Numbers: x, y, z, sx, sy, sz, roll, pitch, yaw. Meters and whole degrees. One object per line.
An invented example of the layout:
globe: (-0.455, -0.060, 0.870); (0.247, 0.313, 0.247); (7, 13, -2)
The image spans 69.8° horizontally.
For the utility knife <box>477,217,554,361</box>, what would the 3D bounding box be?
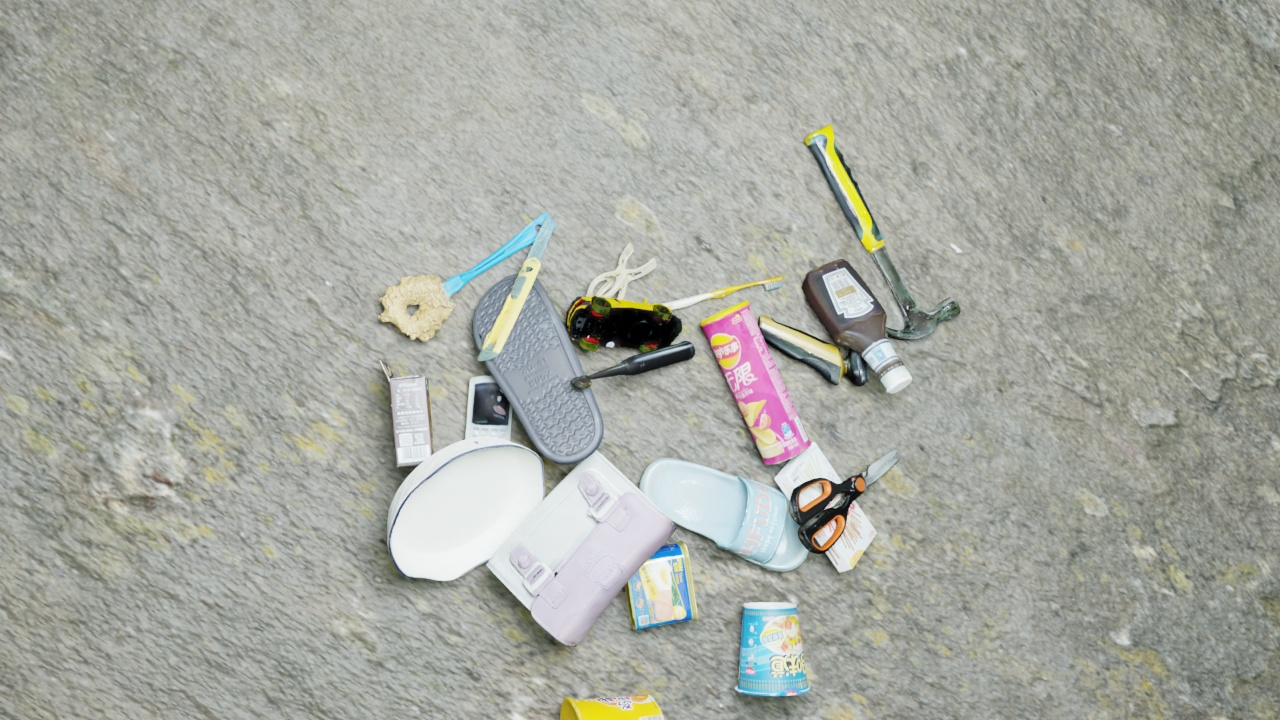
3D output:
utility knife: (-0.151, -0.090, 1.150); (0.031, 0.022, 0.210); (14, 65, 23)

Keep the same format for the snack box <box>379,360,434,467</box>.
snack box: (-0.280, 0.062, 1.108); (0.053, 0.113, 0.125); (-4, 89, -12)

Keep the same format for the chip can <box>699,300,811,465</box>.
chip can: (0.152, 0.030, 1.214); (0.071, 0.071, 0.210); (-25, 93, -11)

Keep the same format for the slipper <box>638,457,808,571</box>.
slipper: (0.116, 0.196, 1.199); (0.245, 0.074, 0.104); (23, 83, -8)

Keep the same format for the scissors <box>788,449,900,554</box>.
scissors: (0.282, 0.185, 1.220); (0.234, 0.022, 0.141); (0, 81, -36)

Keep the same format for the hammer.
hammer: (0.317, -0.174, 1.274); (0.126, 0.032, 0.323); (-30, 94, -11)

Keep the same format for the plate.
plate: (-0.210, 0.173, 1.096); (0.204, 0.205, 0.045); (-39, 51, -10)

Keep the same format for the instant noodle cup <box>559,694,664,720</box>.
instant noodle cup: (-0.031, 0.478, 1.135); (0.109, 0.138, 0.138); (-4, 88, -20)

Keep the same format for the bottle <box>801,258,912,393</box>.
bottle: (0.292, -0.044, 1.217); (0.079, 0.044, 0.194); (-22, 65, -15)

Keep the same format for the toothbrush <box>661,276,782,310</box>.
toothbrush: (0.105, -0.086, 1.238); (0.191, 0.016, 0.018); (-15, 99, -12)

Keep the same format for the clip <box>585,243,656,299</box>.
clip: (-0.029, -0.107, 1.197); (0.071, 0.035, 0.100); (38, 79, 30)

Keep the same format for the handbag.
handbag: (-0.071, 0.230, 1.131); (0.145, 0.098, 0.197); (40, 81, 16)

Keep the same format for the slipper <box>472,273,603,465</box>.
slipper: (-0.125, 0.017, 1.153); (0.110, 0.083, 0.268); (-28, 68, -1)

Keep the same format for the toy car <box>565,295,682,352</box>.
toy car: (-0.020, -0.046, 1.182); (0.155, 0.041, 0.071); (4, 126, -25)

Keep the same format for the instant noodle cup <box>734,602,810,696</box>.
instant noodle cup: (0.171, 0.373, 1.197); (0.099, 0.099, 0.110); (2, 79, -11)

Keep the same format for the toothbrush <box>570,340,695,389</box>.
toothbrush: (-0.007, 0.007, 1.149); (0.212, 0.027, 0.026); (-16, 132, -46)

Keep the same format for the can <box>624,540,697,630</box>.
can: (0.023, 0.291, 1.186); (0.083, 0.057, 0.102); (-8, 89, -9)

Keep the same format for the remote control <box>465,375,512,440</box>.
remote control: (-0.194, 0.094, 1.170); (0.058, 0.021, 0.150); (4, 88, -11)

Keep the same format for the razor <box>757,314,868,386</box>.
razor: (0.233, -0.018, 1.242); (0.167, 0.062, 0.068); (25, 101, -3)

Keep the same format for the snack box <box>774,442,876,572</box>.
snack box: (0.249, 0.195, 1.228); (0.157, 0.027, 0.084); (55, 47, -4)

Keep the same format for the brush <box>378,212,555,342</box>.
brush: (-0.217, -0.112, 1.169); (0.254, 0.046, 0.083); (-36, 90, -14)
